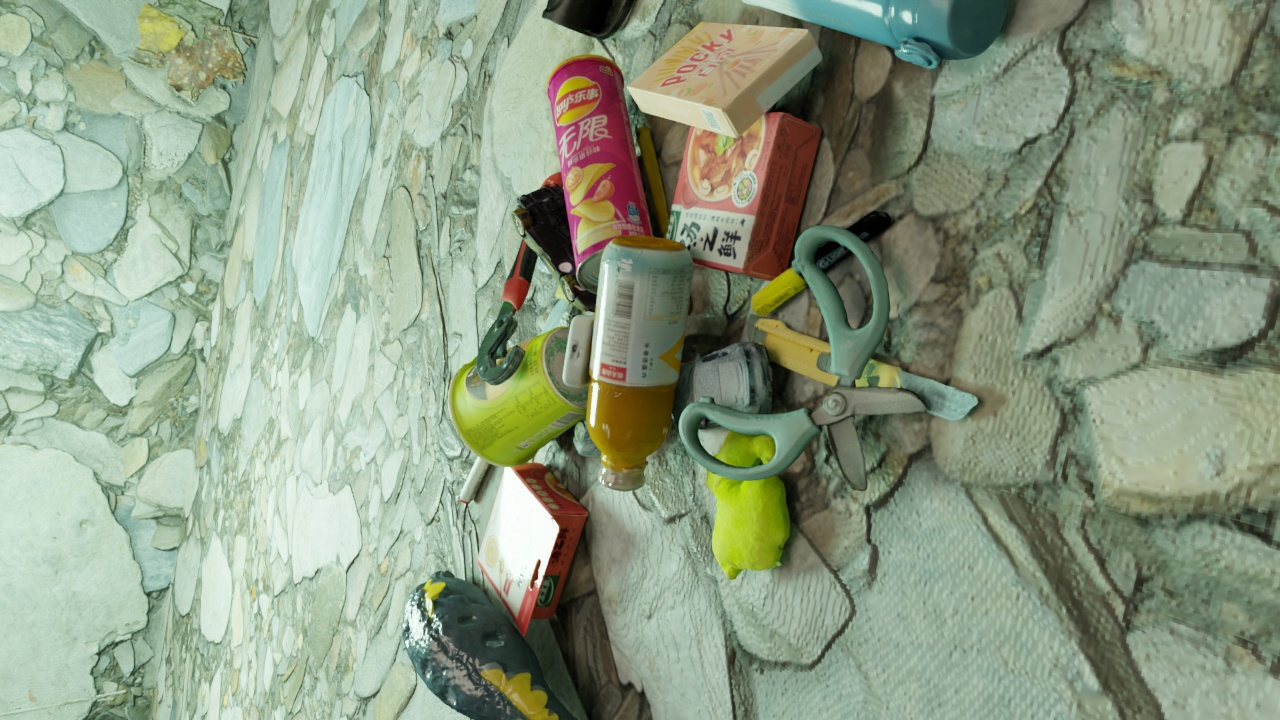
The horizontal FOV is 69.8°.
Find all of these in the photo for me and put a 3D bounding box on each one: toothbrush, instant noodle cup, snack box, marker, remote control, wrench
[{"bbox_3d":[0.015,-0.122,0.778,0.016,0.016,0.190,-38,53,45],"label":"toothbrush"},{"bbox_3d":[-0.094,0.026,0.836,0.124,0.111,0.111,-28,61,40],"label":"instant noodle cup"},{"bbox_3d":[-0.099,0.173,0.856,0.127,0.044,0.113,37,113,53],"label":"snack box"},{"bbox_3d":[-0.165,0.098,0.989,0.145,0.017,0.017,-62,39,26],"label":"marker"},{"bbox_3d":[0.064,-0.124,0.686,0.127,0.044,0.113,21,100,55],"label":"snack box"},{"bbox_3d":[-0.036,-0.010,0.749,0.020,0.136,0.056,9,95,11],"label":"remote control"},{"bbox_3d":[-0.109,-0.085,0.864,0.056,0.016,0.272,-22,42,33],"label":"wrench"},{"bbox_3d":[0.119,-0.064,0.619,0.124,0.018,0.015,-37,34,43],"label":"marker"},{"bbox_3d":[0.057,-0.213,0.683,0.084,0.026,0.157,-43,33,-5],"label":"snack box"}]

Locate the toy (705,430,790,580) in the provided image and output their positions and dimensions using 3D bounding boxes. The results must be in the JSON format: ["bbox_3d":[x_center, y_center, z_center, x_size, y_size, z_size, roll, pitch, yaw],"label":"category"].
[{"bbox_3d":[0.074,0.098,0.639,0.097,0.031,0.100,-58,41,27],"label":"toy"}]

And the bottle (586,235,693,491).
[{"bbox_3d":[-0.004,0.004,0.684,0.068,0.067,0.190,28,116,53],"label":"bottle"}]

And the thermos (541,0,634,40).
[{"bbox_3d":[-0.018,-0.428,0.858,0.090,0.068,0.243,27,110,20],"label":"thermos"}]

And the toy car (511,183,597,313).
[{"bbox_3d":[-0.058,-0.100,0.818,0.158,0.070,0.042,55,161,28],"label":"toy car"}]

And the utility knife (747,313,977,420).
[{"bbox_3d":[0.133,0.004,0.594,0.205,0.021,0.031,23,108,50],"label":"utility knife"}]

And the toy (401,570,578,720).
[{"bbox_3d":[-0.155,0.266,0.854,0.091,0.138,0.357,-57,34,-8],"label":"toy"}]

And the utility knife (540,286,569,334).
[{"bbox_3d":[-0.056,-0.094,0.873,0.216,0.015,0.033,-61,41,23],"label":"utility knife"}]

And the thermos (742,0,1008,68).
[{"bbox_3d":[0.137,-0.243,0.589,0.220,0.070,0.070,46,120,49],"label":"thermos"}]

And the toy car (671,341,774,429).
[{"bbox_3d":[0.054,0.021,0.672,0.121,0.036,0.054,-22,72,60],"label":"toy car"}]

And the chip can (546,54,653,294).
[{"bbox_3d":[-0.035,-0.162,0.788,0.072,0.071,0.210,-40,50,44],"label":"chip can"}]

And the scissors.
[{"bbox_3d":[0.092,0.006,0.589,0.170,0.019,0.171,-17,74,32],"label":"scissors"}]

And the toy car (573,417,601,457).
[{"bbox_3d":[-0.015,0.045,0.761,0.106,0.048,0.031,-55,46,33],"label":"toy car"}]
